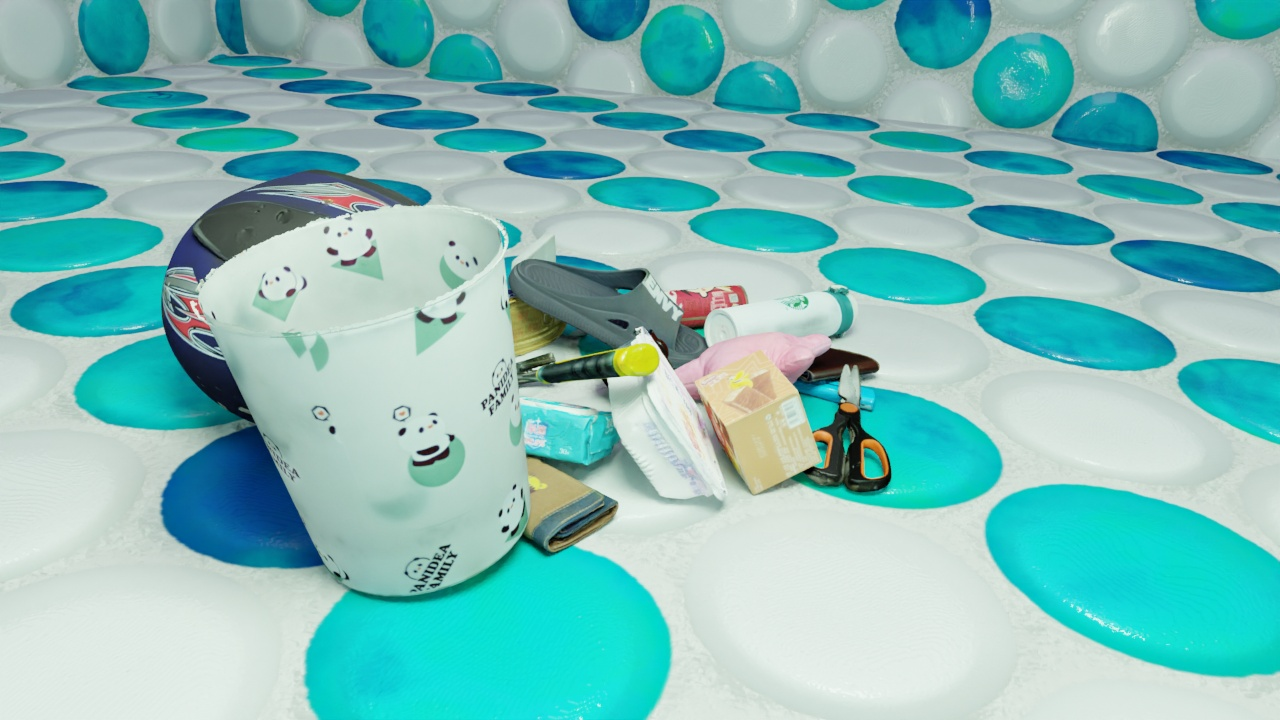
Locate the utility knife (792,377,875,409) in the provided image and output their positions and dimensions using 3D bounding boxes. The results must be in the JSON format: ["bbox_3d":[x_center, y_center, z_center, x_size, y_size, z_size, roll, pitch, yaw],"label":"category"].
[{"bbox_3d":[0.187,0.025,1.100,0.194,0.018,0.034,14,28,24],"label":"utility knife"}]

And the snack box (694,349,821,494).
[{"bbox_3d":[0.115,0.060,0.907,0.077,0.093,0.094,-26,31,-3],"label":"snack box"}]

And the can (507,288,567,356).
[{"bbox_3d":[-0.159,-0.049,1.153,0.049,0.075,0.147,21,29,38],"label":"can"}]

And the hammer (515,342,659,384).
[{"bbox_3d":[-0.084,0.010,0.931,0.125,0.032,0.324,-16,4,-34],"label":"hammer"}]

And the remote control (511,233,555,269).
[{"bbox_3d":[-0.159,-0.142,1.365,0.021,0.058,0.149,7,25,13],"label":"remote control"}]

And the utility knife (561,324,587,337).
[{"bbox_3d":[-0.164,-0.066,1.256,0.223,0.013,0.029,22,33,29],"label":"utility knife"}]

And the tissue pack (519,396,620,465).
[{"bbox_3d":[-0.092,0.066,0.916,0.133,0.050,0.093,9,3,14],"label":"tissue pack"}]

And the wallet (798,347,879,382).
[{"bbox_3d":[0.217,0.002,1.121,0.122,0.020,0.096,-5,16,-36],"label":"wallet"}]

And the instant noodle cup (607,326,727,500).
[{"bbox_3d":[0.018,0.059,0.898,0.060,0.138,0.173,-31,25,7],"label":"instant noodle cup"}]

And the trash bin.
[{"bbox_3d":[-0.197,0.033,0.737,0.229,0.252,0.229,-6,30,3],"label":"trash bin"}]

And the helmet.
[{"bbox_3d":[-0.329,-0.043,0.934,0.316,0.248,0.239,17,56,21],"label":"helmet"}]

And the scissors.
[{"bbox_3d":[0.236,0.069,0.984,0.143,0.022,0.234,22,37,28],"label":"scissors"}]

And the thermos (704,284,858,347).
[{"bbox_3d":[0.190,-0.052,1.190,0.223,0.073,0.073,-12,30,-33],"label":"thermos"}]

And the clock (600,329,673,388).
[{"bbox_3d":[-0.006,0.006,1.044,0.082,0.055,0.122,-34,4,8],"label":"clock"}]

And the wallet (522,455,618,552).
[{"bbox_3d":[-0.089,0.128,0.840,0.115,0.033,0.090,21,32,40],"label":"wallet"}]

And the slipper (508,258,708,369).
[{"bbox_3d":[-0.028,-0.073,1.130,0.268,0.083,0.110,23,28,-9],"label":"slipper"}]

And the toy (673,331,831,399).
[{"bbox_3d":[0.109,0.013,1.026,0.195,0.074,0.178,-14,5,27],"label":"toy"}]

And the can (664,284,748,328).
[{"bbox_3d":[0.077,-0.072,1.248,0.132,0.053,0.053,-6,27,-19],"label":"can"}]
